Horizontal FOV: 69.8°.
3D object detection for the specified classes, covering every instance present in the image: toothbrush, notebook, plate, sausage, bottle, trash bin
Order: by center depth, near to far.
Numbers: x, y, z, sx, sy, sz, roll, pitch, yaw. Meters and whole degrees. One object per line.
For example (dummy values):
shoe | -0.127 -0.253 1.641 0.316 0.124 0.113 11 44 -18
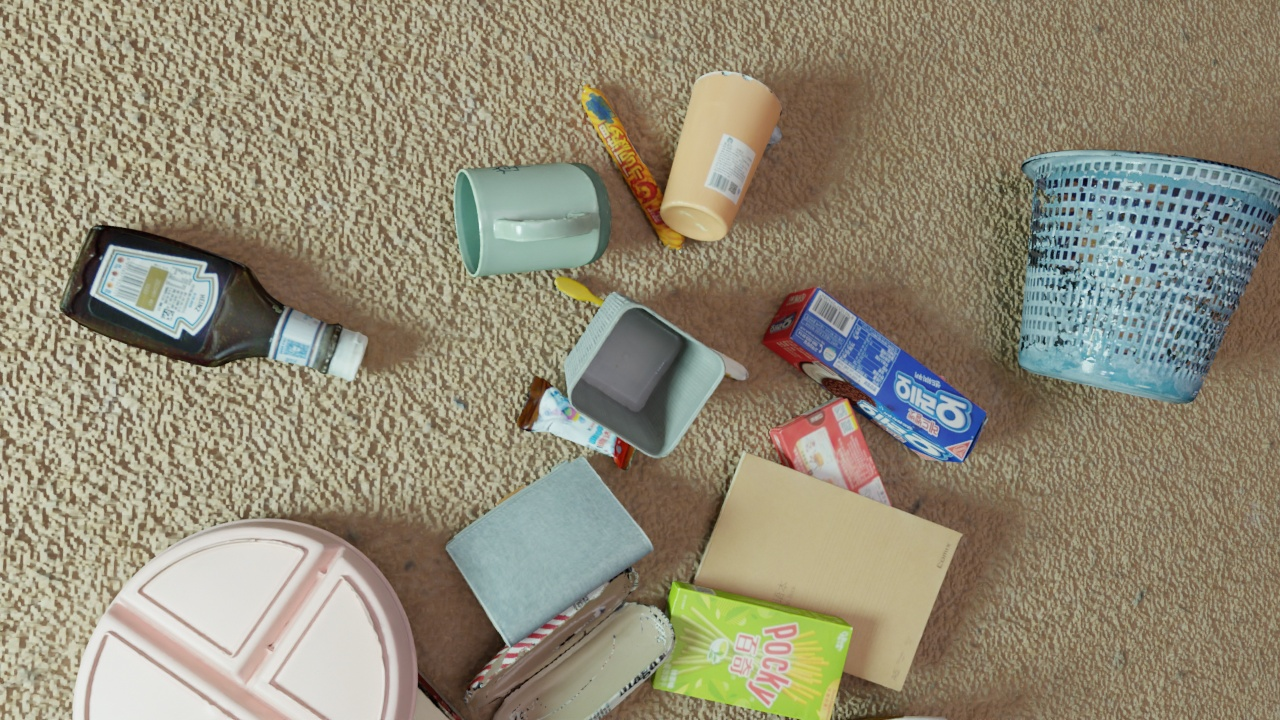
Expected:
plate | -0.266 0.220 0.613 0.229 0.028 0.229 0 75 -1
bottle | -0.295 -0.032 0.654 0.194 0.044 0.079 19 81 -18
sausage | -0.006 -0.162 0.773 0.021 0.021 0.165 -34 97 -18
toothbrush | 0.011 -0.025 0.775 0.191 0.018 0.016 26 80 -18
notebook | 0.157 0.183 0.788 0.211 0.012 0.149 21 89 -9
trash bin | 0.443 -0.070 0.836 0.226 0.226 0.195 11 95 -18

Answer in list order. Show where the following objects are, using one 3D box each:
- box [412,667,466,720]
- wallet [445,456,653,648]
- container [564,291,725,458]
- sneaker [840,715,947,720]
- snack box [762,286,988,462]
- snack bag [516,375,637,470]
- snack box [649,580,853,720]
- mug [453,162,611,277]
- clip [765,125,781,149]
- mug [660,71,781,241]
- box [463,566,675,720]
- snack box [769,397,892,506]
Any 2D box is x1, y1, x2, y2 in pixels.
box | -0.156 0.298 0.660 0.091 0.078 0.168 -42 99 -17
wallet | -0.073 0.142 0.705 0.129 0.037 0.106 -32 60 -17
container | -0.004 0.004 0.705 0.090 0.114 0.090 33 95 -15
sneaker | 0.147 0.350 0.748 0.240 0.118 0.087 -9 72 -14
snack box | 0.210 0.016 0.816 0.207 0.058 0.057 34 76 -14
snack bag | -0.047 0.052 0.742 0.105 0.026 0.045 24 81 -15
snack box | 0.092 0.242 0.761 0.156 0.026 0.085 16 89 -9
mug | -0.077 -0.107 0.697 0.106 0.112 0.082 -7 107 -22
clip | 0.102 -0.214 0.815 0.025 0.036 0.058 -38 98 -20
mug | 0.063 -0.165 0.759 0.078 0.078 0.122 24 72 -16
box | -0.049 0.235 0.703 0.162 0.076 0.087 -36 69 -20
snack box | 0.177 0.116 0.815 0.075 0.025 0.153 -25 94 -18
